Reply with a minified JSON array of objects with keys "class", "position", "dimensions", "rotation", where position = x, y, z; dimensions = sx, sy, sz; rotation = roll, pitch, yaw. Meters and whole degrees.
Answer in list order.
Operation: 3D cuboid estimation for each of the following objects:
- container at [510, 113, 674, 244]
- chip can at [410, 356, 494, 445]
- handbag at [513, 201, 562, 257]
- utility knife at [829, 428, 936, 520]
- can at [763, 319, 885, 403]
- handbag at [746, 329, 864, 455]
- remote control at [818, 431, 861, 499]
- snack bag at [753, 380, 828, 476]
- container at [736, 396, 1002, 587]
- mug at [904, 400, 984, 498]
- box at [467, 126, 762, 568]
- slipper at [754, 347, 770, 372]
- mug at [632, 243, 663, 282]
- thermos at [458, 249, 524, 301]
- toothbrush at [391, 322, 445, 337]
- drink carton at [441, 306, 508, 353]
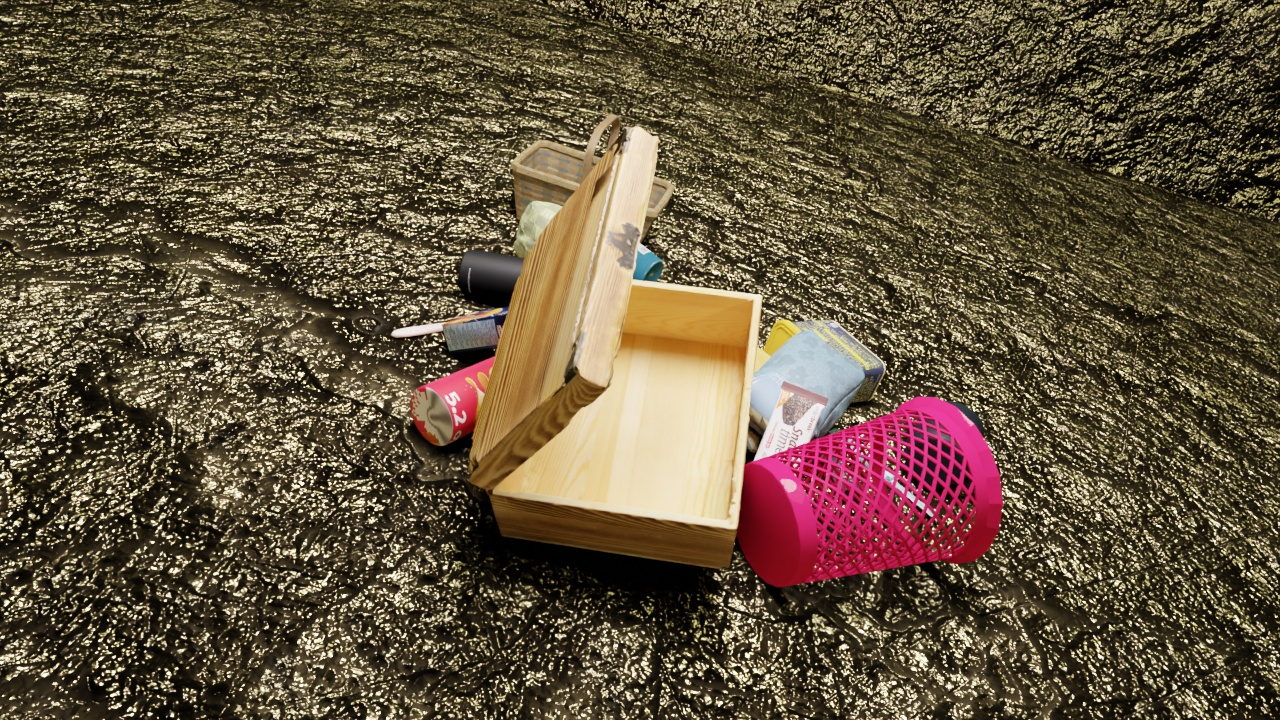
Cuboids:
[{"class":"container","position":[-0.074,-0.299,1.488],"dimensions":[0.250,0.187,0.157],"rotation":[20,32,5]},{"class":"chip can","position":[-0.156,0.027,1.050],"dimensions":[0.069,0.069,0.219],"rotation":[33,35,24]},{"class":"handbag","position":[-0.107,-0.154,1.312],"dimensions":[0.186,0.113,0.116],"rotation":[26,18,18]},{"class":"utility knife","position":[0.302,0.139,1.140],"dimensions":[0.022,0.016,0.179],"rotation":[-12,40,-37]},{"class":"can","position":[0.256,0.002,1.280],"dimensions":[0.104,0.075,0.135],"rotation":[-5,37,-35]},{"class":"handbag","position":[0.184,0.050,1.130],"dimensions":[0.122,0.119,0.191],"rotation":[38,42,10]},{"class":"remote control","position":[0.235,0.122,1.136],"dimensions":[0.032,0.015,0.136],"rotation":[7,30,-15]},{"class":"snack bag","position":[0.158,0.104,1.029],"dimensions":[0.057,0.157,0.013],"rotation":[23,-11,7]},{"class":"container","position":[0.223,0.146,0.958],"dimensions":[0.225,0.184,0.183],"rotation":[-9,39,-24]},{"class":"mug","position":[0.393,0.123,1.159],"dimensions":[0.121,0.085,0.094],"rotation":[52,37,0]},{"class":"box","position":[-0.034,-0.012,0.844],"dimensions":[0.282,0.316,0.278],"rotation":[6,57,7]},{"class":"slipper","position":[0.073,-0.012,1.219],"dimensions":[0.263,0.079,0.099],"rotation":[28,29,-14]},{"class":"mug","position":[-0.029,-0.159,1.401],"dimensions":[0.121,0.078,0.078],"rotation":[34,35,19]},{"class":"thermos","position":[-0.125,-0.102,1.239],"dimensions":[0.231,0.061,0.061],"rotation":[10,31,8]},{"class":"toothbrush","position":[-0.235,-0.049,1.182],"dimensions":[0.180,0.018,0.016],"rotation":[-12,41,-38]},{"class":"drink carton","position":[-0.174,-0.040,1.110],"dimensions":[0.130,0.040,0.064],"rotation":[-5,15,39]}]
